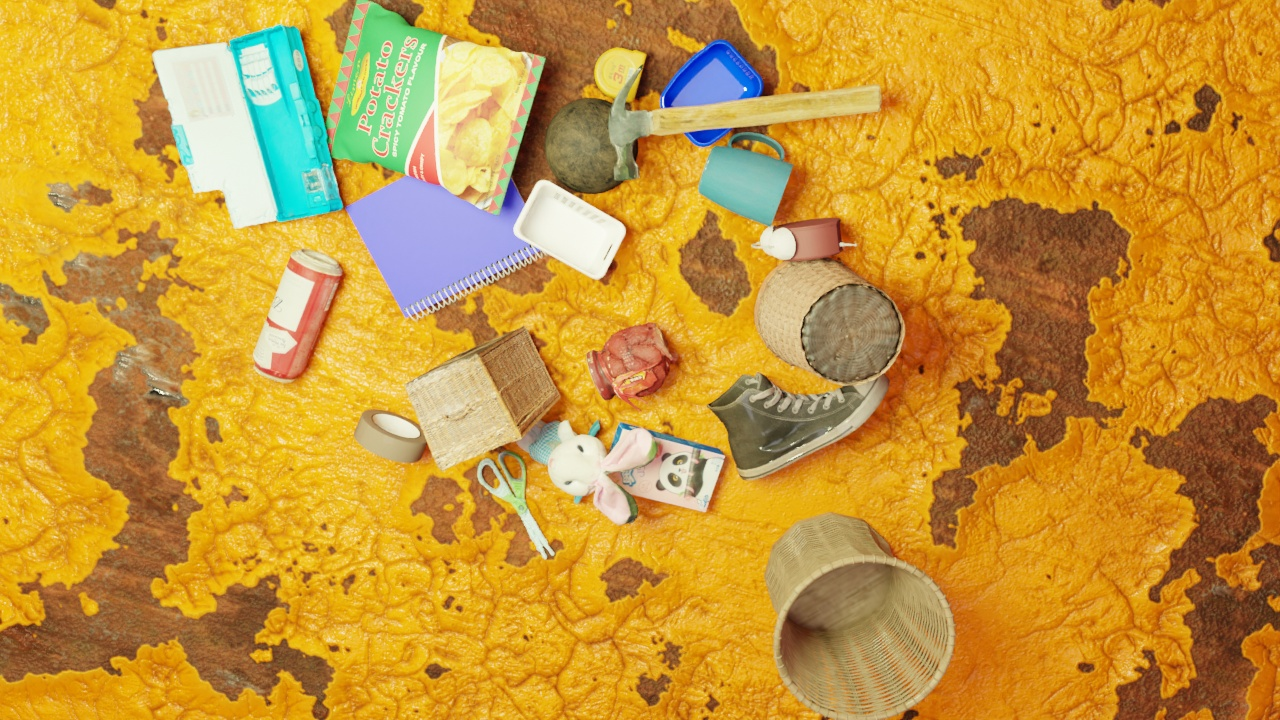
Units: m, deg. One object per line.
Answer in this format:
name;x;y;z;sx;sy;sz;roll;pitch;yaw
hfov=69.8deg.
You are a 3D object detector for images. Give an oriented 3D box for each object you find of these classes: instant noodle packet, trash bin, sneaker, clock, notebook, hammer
instant noodle packet;-0.260;-0.311;1.126;0.253;0.090;0.196;20;101;9
trash bin;0.229;-0.047;1.138;0.151;0.210;0.151;0;102;-1
sneaker;0.211;0.054;1.222;0.235;0.095;0.120;-28;103;12
clock;0.206;-0.154;1.177;0.124;0.087;0.044;-10;103;-3
notebook;-0.250;-0.169;1.197;0.209;0.022;0.171;-26;100;4
hammer;0.125;-0.302;1.111;0.330;0.033;0.132;-7;101;-1

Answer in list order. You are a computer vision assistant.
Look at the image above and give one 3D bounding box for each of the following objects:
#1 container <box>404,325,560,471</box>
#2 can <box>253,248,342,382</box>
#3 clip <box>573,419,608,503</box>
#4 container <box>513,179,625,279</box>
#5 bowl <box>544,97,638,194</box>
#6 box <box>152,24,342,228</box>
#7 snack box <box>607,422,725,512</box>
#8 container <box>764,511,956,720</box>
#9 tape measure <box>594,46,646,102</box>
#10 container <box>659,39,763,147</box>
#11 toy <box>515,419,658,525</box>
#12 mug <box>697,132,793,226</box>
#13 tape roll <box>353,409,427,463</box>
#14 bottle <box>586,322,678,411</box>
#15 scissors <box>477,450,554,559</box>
container;-0.194;0.042;1.155;0.114;0.198;0.113;-22;98;15
can;-0.447;-0.058;1.193;0.067;0.067;0.170;24;101;-6
clip;-0.067;0.140;1.266;0.113;0.028;0.127;17;100;-10
container;-0.093;-0.165;1.173;0.129;0.049;0.080;28;84;-15
bowl;-0.063;-0.271;1.160;0.121;0.056;0.121;0;102;-1
box;-0.480;-0.284;1.144;0.181;0.074;0.227;-11;102;1
snack box;0.030;0.146;1.252;0.154;0.033;0.088;16;99;-15
container;0.276;0.327;1.227;0.227;0.196;0.227;0;102;-1
tape measure;-0.029;-0.360;1.155;0.059;0.030;0.068;15;99;-5
container;0.086;-0.332;1.149;0.114;0.058;0.096;-44;100;8
toy;-0.092;0.120;1.195;0.205;0.105;0.131;24;97;32
mug;0.136;-0.239;1.167;0.104;0.084;0.112;20;73;4
tape roll;-0.329;0.100;1.216;0.093;0.093;0.030;24;100;-6
bottle;-0.007;0.007;1.203;0.111;0.099;0.099;-22;102;8
scissors;-0.163;0.205;1.284;0.072;0.033;0.175;-28;106;2
